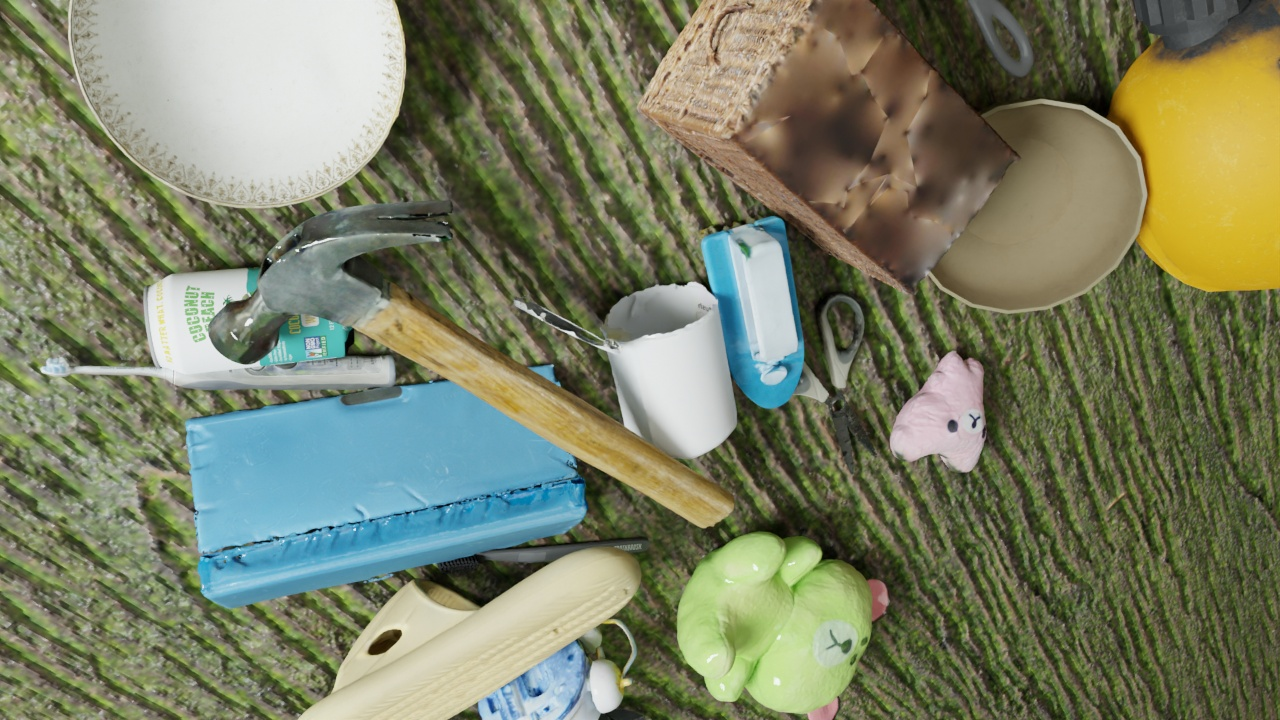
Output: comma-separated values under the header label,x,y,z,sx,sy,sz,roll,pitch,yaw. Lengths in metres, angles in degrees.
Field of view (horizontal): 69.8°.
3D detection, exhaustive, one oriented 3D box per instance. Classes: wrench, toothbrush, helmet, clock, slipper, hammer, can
label,x,y,z,sx,sy,sz,roll,pitch,yaw
wrench,-0.116,0.291,0.708,0.273,0.073,0.018,7,112,-20
toothbrush,-0.238,0.006,0.531,0.185,0.022,0.024,1,144,-24
helmet,0.396,-0.147,0.644,0.131,0.204,0.255,-19,119,17
clock,-0.060,0.238,0.685,0.125,0.089,0.052,-33,129,-3
slipper,-0.122,0.186,0.637,0.261,0.079,0.111,-31,147,6
hammer,-0.058,0.024,0.525,0.132,0.033,0.330,-38,129,23
toothbrush,-0.069,0.142,0.679,0.167,0.013,0.013,0,115,-26
can,-0.213,-0.024,0.506,0.101,0.055,0.055,-7,117,-20

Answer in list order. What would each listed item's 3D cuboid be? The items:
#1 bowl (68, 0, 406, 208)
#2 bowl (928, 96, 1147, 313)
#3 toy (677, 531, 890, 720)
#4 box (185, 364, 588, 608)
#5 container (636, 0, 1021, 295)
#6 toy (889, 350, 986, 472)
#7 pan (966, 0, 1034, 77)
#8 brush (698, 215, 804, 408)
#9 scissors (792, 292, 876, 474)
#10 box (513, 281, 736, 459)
label,x,y,z,sx,sy,sz,roll,pitch,yaw
bowl,-0.191,-0.153,0.445,0.145,0.063,0.145,-10,118,-20
bowl,0.266,-0.113,0.648,0.152,0.050,0.152,5,119,9
toy,0.110,0.211,0.743,0.197,0.107,0.150,41,72,-42
box,-0.161,0.078,0.596,0.231,0.112,0.094,-10,163,-17
container,0.115,-0.140,0.554,0.198,0.112,0.114,29,101,-31
toy,0.248,0.041,0.741,0.099,0.053,0.096,14,96,-32
pan,0.139,-0.290,0.513,0.354,0.024,0.216,41,85,-29
brush,0.081,-0.025,0.612,0.055,0.075,0.136,-17,117,-4
scissors,0.140,0.025,0.707,0.150,0.012,0.165,-1,116,-21
box,-0.005,0.003,0.586,0.136,0.084,0.147,-24,121,-22
